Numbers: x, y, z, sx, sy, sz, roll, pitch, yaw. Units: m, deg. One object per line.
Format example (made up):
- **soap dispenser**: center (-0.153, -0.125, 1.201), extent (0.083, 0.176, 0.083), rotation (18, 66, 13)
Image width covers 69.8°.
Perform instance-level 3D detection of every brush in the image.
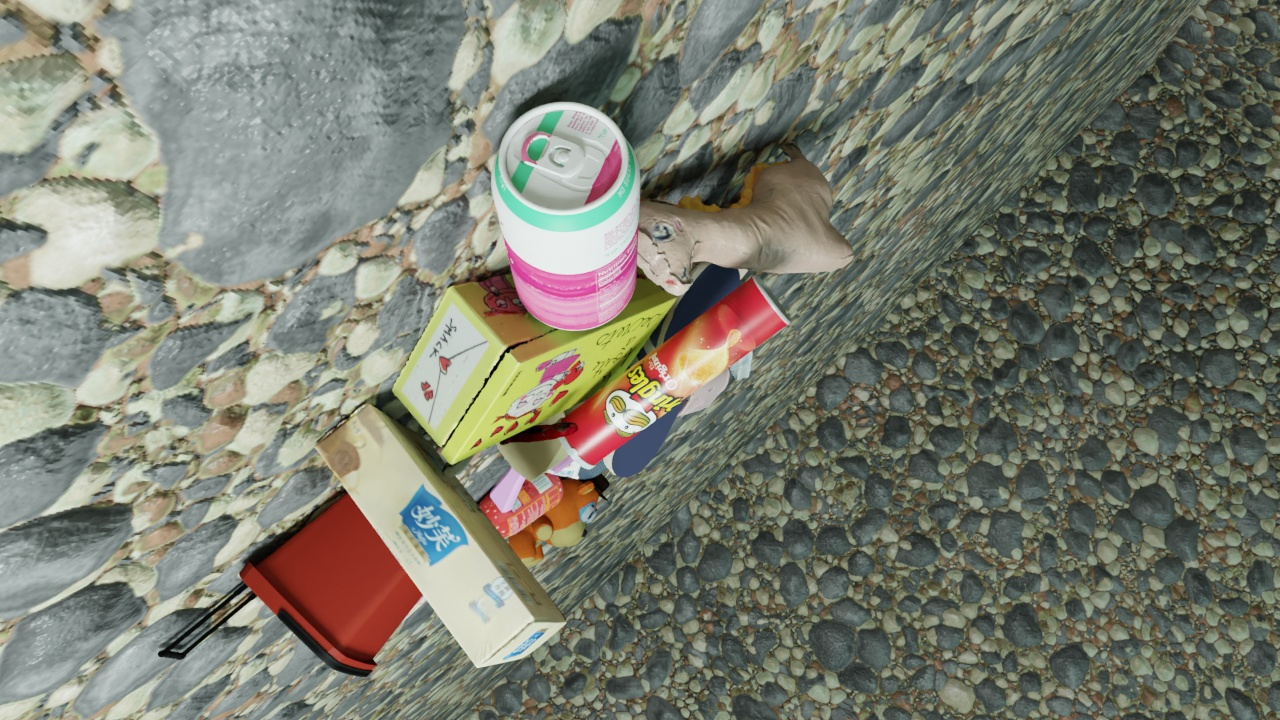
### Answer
- **brush**: center (-0.115, 0.088, 0.914), extent (0.043, 0.089, 0.229), rotation (-23, 155, -44)

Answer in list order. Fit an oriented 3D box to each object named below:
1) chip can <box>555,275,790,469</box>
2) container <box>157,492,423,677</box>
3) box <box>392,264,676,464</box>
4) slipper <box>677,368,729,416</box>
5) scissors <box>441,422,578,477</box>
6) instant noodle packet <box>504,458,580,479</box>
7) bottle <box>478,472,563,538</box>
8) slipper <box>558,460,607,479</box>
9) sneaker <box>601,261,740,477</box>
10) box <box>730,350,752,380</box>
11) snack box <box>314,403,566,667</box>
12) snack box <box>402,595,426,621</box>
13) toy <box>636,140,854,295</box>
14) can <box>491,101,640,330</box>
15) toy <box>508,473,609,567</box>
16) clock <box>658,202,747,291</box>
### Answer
- **chip can**: center (0.026, 0.011, 0.778), extent (0.215, 0.052, 0.051), rotation (-37, 168, 14)
- **container**: center (-0.280, 0.217, 0.781), extent (0.200, 0.127, 0.148), rotation (-46, 167, -18)
- **box**: center (-0.077, -0.013, 0.742), extent (0.220, 0.083, 0.125), rotation (-20, 153, -55)
- **slipper**: center (0.096, 0.033, 1.388), extent (0.238, 0.064, 0.094), rotation (-32, 162, -43)
- **scissors**: center (-0.129, 0.073, 0.789), extent (0.197, 0.015, 0.178), rotation (-14, -175, 30)
- **instant noodle packet**: center (-0.097, 0.091, 0.998), extent (0.135, 0.087, 0.026), rotation (116, -12, -55)
- **bottle**: center (-0.161, 0.180, 1.112), extent (0.137, 0.062, 0.062), rotation (-31, 161, -39)
- **slipper**: center (-0.061, 0.100, 1.114), extent (0.101, 0.082, 0.264), rotation (-41, 166, -19)
- **sneaker**: center (-0.003, -0.016, 0.896), extent (0.091, 0.118, 0.233), rotation (7, 113, -48)
- **box**: center (0.088, -0.018, 1.135), extent (0.130, 0.105, 0.211), rotation (-40, 166, 2)
- **snack box**: center (-0.151, 0.139, 0.720), extent (0.055, 0.207, 0.153), rotation (-40, 165, -7)
- **snack box**: center (-0.270, 0.229, 0.911), extent (0.093, 0.079, 0.095), rotation (-41, 165, -12)
- **toy**: center (0.079, -0.135, 0.814), extent (0.263, 0.196, 0.065), rotation (0, 146, -34)
- **can**: center (-0.045, -0.087, 0.595), extent (0.088, 0.088, 0.166), rotation (-40, 166, -14)
- **toy**: center (-0.119, 0.224, 1.316), extent (0.176, 0.096, 0.112), rotation (-53, 167, -8)
- **clock**: center (0.070, -0.087, 0.942), extent (0.130, 0.086, 0.161), rotation (-23, 149, -55)
